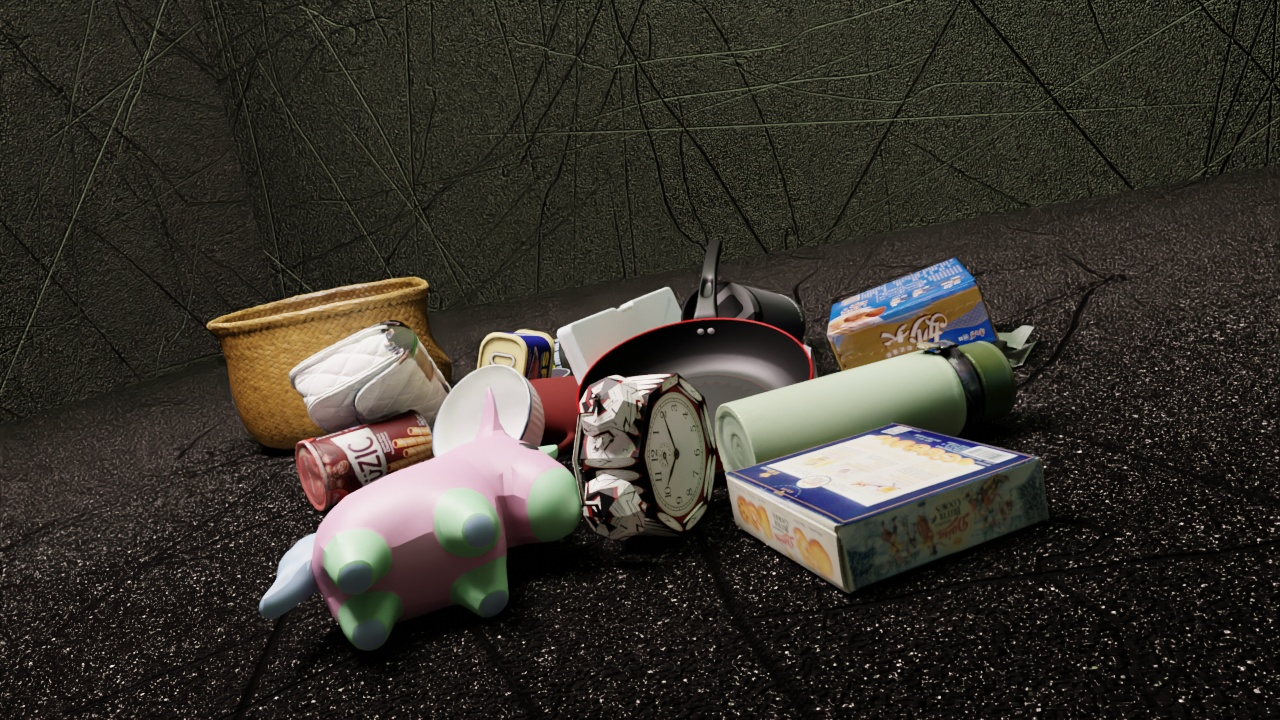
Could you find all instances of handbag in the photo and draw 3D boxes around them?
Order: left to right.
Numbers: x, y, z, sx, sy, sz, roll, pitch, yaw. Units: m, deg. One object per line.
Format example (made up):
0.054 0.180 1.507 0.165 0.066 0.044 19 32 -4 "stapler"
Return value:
-0.281 0.043 1.003 0.138 0.072 0.195 -28 -24 -7 "handbag"

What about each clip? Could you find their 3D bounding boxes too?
0.376 -0.023 0.955 0.059 0.050 0.101 9 17 28 "clip"

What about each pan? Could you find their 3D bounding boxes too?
0.060 -0.012 0.879 0.209 0.067 0.355 -4 32 13 "pan"

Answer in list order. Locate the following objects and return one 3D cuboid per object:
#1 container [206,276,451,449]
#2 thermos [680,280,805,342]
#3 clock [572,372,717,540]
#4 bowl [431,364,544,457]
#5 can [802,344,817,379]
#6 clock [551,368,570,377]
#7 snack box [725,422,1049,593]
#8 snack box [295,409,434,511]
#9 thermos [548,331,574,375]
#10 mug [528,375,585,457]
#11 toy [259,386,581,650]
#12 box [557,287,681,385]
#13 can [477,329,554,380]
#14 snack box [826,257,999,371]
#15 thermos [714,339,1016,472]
-0.425 0.003 1.290 0.307 0.196 0.306 -9 10 1 "container"
0.128 -0.045 1.089 0.082 0.082 0.240 -7 -3 23 "thermos"
-0.009 0.067 0.643 0.065 0.114 0.154 -5 -6 31 "clock"
-0.137 0.069 0.889 0.118 0.118 0.062 -5 -28 32 "bowl"
0.136 0.016 0.972 0.097 0.054 0.054 -9 10 17 "can"
-0.154 0.049 1.150 0.158 0.045 0.123 -21 14 -40 "clock"
0.150 0.085 0.585 0.145 0.042 0.144 -15 10 -18 "snack box"
-0.277 0.099 0.930 0.121 0.072 0.072 -18 11 -37 "snack box"
-0.101 -0.002 1.270 0.221 0.098 0.098 -13 8 31 "thermos"
-0.081 0.064 0.936 0.083 0.073 0.105 -6 40 30 "mug"
-0.143 0.110 0.623 0.221 0.120 0.171 -14 20 -19 "toy"
-0.003 0.004 0.957 0.041 0.134 0.196 -17 5 37 "box"
-0.140 0.025 1.006 0.056 0.116 0.092 9 3 12 "can"
0.292 -0.044 1.007 0.155 0.069 0.202 -21 6 17 "snack box"
0.177 0.038 0.709 0.231 0.082 0.082 -14 10 -14 "thermos"
